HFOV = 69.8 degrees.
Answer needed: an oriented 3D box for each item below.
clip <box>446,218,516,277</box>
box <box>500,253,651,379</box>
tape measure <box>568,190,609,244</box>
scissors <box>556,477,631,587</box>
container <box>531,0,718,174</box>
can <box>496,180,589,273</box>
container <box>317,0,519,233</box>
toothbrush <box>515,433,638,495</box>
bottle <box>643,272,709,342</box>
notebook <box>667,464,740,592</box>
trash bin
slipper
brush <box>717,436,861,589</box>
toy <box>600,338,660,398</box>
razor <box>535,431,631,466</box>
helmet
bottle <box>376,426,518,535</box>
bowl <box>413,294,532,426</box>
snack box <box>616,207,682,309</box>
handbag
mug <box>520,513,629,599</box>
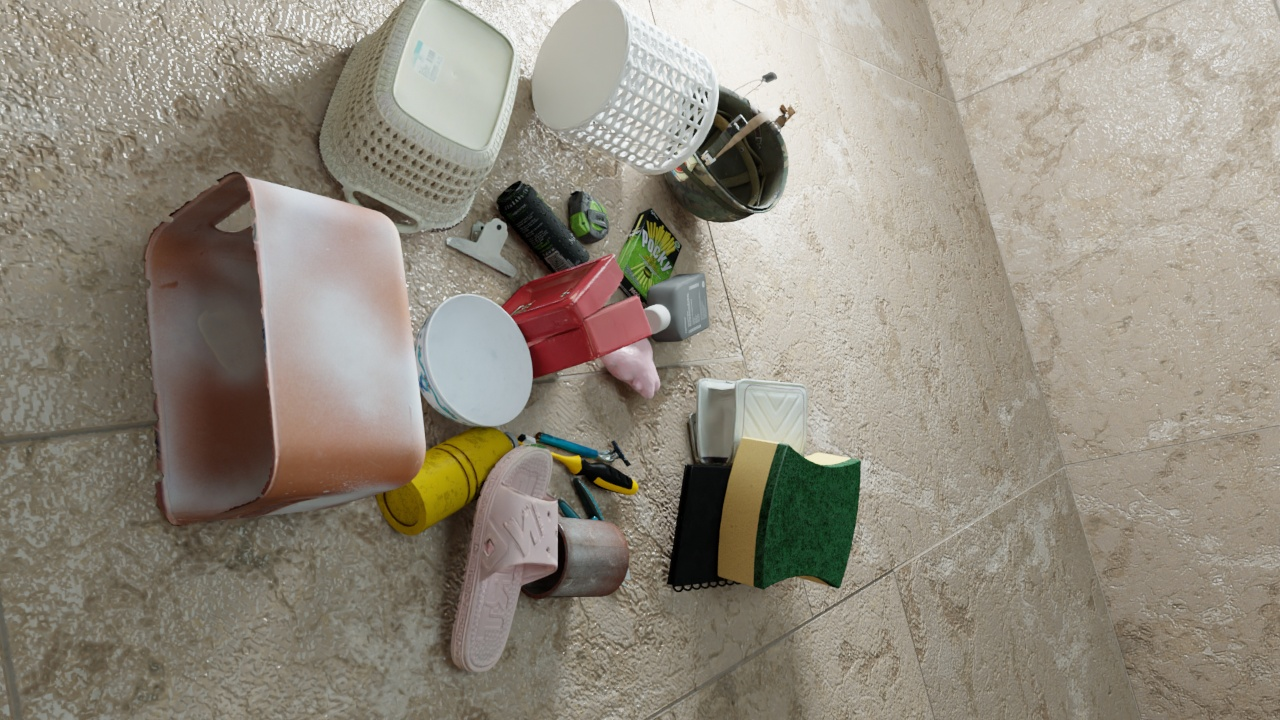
[{"bbox_3d":[-0.188,-0.144,1.109,0.101,0.040,0.054,27,75,-43],"label":"clip"},{"bbox_3d":[-0.087,-0.033,1.074,0.135,0.158,0.117,-47,117,-48],"label":"box"},{"bbox_3d":[-0.068,-0.195,1.262,0.058,0.036,0.065,18,61,-47],"label":"tape measure"},{"bbox_3d":[-0.054,0.208,1.123,0.130,0.019,0.150,20,59,-45],"label":"scissors"},{"bbox_3d":[-0.021,-0.377,1.272,0.186,0.190,0.189,13,65,-47],"label":"container"},{"bbox_3d":[-0.123,-0.163,1.166,0.137,0.054,0.053,49,43,-26],"label":"can"},{"bbox_3d":[-0.233,-0.278,1.006,0.184,0.144,0.251,25,55,-26],"label":"container"},{"bbox_3d":[-0.076,0.129,1.124,0.196,0.031,0.031,28,29,-36],"label":"toothbrush"},{"bbox_3d":[0.046,-0.071,1.301,0.173,0.046,0.084,-29,116,-63],"label":"bottle"},{"bbox_3d":[0.125,0.233,1.288,0.231,0.019,0.169,9,89,-49],"label":"notebook"},{"bbox_3d":[-0.299,0.000,0.779,0.157,0.182,0.259,7,69,-51],"label":"trash bin"},{"bbox_3d":[-0.128,0.202,0.940,0.094,0.064,0.239,33,69,-58],"label":"slipper"},{"bbox_3d":[0.220,0.223,1.322,0.249,0.075,0.195,16,83,-49],"label":"brush"},{"bbox_3d":[-0.007,0.007,1.236,0.096,0.053,0.098,56,35,-7],"label":"toy"},{"bbox_3d":[-0.074,0.109,1.141,0.143,0.022,0.042,18,24,-42],"label":"razor"},{"bbox_3d":[0.135,-0.326,1.405,0.192,0.237,0.224,-33,105,-37],"label":"helmet"},{"bbox_3d":[-0.188,0.116,0.954,0.163,0.071,0.071,-28,98,-52],"label":"bottle"},{"bbox_3d":[-0.194,0.008,0.988,0.143,0.074,0.143,24,57,-44],"label":"bowl"},{"bbox_3d":[0.010,-0.146,1.348,0.080,0.025,0.147,48,43,-28],"label":"snack box"},{"bbox_3d":[0.164,0.099,1.381,0.198,0.096,0.142,8,86,-50],"label":"handbag"},{"bbox_3d":[-0.085,0.211,1.039,0.110,0.096,0.123,23,28,-50],"label":"mug"}]
